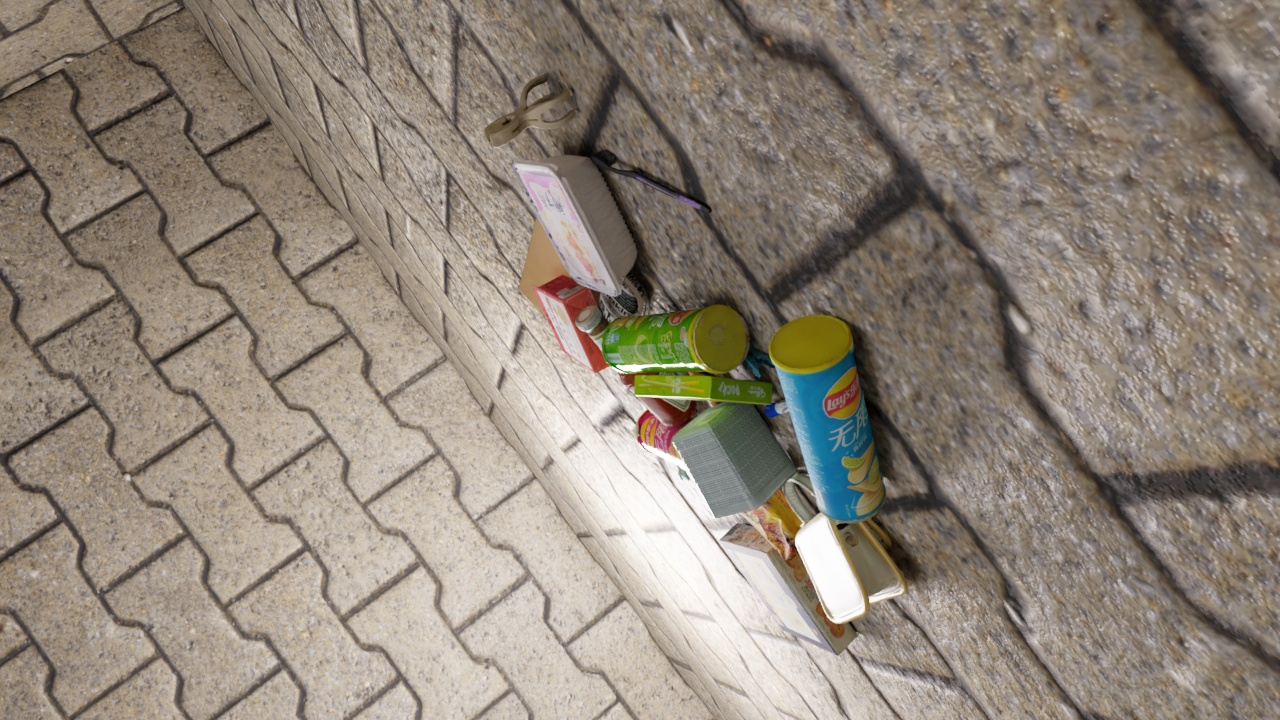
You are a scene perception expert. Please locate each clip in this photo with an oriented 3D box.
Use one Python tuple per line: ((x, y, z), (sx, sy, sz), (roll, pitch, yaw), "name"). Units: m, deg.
((-0.108, -0.257, 0.965), (0.094, 0.102, 0.035), (17, 146, 23), "clip")
((0.121, -0.001, 0.967), (0.057, 0.049, 0.015), (39, 160, 57), "clip")

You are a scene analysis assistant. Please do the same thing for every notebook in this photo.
((-0.106, -0.108, 1.280), (0.149, 0.012, 0.212), (46, 150, 11), "notebook")

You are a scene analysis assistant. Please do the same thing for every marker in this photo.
((0.162, 0.043, 0.945), (0.017, 0.016, 0.146), (54, 163, -1), "marker")

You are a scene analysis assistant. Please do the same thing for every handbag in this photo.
((0.223, 0.201, 1.047), (0.164, 0.063, 0.178), (102, 145, -68), "handbag")

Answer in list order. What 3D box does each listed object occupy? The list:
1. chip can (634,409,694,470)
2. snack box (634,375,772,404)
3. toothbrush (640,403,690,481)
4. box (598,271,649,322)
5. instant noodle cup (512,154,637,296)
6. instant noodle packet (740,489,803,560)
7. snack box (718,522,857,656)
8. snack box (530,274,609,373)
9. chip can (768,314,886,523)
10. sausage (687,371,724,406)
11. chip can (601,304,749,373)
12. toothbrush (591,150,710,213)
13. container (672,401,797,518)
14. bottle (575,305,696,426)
((0.065, 0.111, 1.239), (0.071, 0.071, 0.211), (59, 164, -18), "chip can")
((0.068, 0.032, 1.035), (0.157, 0.085, 0.026), (0, 85, 60), "snack box")
((0.034, 0.109, 1.405), (0.027, 0.026, 0.225), (9, 137, 36), "toothbrush")
((-0.026, -0.062, 1.178), (0.072, 0.059, 0.165), (29, 157, 9), "box")
((-0.069, -0.168, 1.076), (0.138, 0.060, 0.173), (26, 147, 58), "instant noodle cup")
((0.165, 0.195, 1.196), (0.128, 0.044, 0.111), (48, 158, 20), "instant noodle packet")
((0.209, 0.326, 1.328), (0.178, 0.045, 0.183), (55, 163, -6), "snack box")
((-0.088, -0.053, 1.240), (0.127, 0.044, 0.113), (31, 148, 61), "snack box")
((0.177, 0.059, 0.845), (0.071, 0.071, 0.210), (35, 156, 48), "chip can")
((0.099, 0.055, 1.130), (0.165, 0.021, 0.021), (55, 164, -5), "sausage")
((0.031, -0.020, 1.032), (0.072, 0.072, 0.222), (58, 155, -16), "chip can")
((0.009, -0.182, 0.927), (0.189, 0.016, 0.014), (34, 166, 42), "toothbrush")
((0.107, 0.111, 1.079), (0.090, 0.089, 0.111), (-27, 97, 51), "container")
((-0.007, 0.007, 1.175), (0.206, 0.059, 0.060), (45, 170, -31), "bottle")
